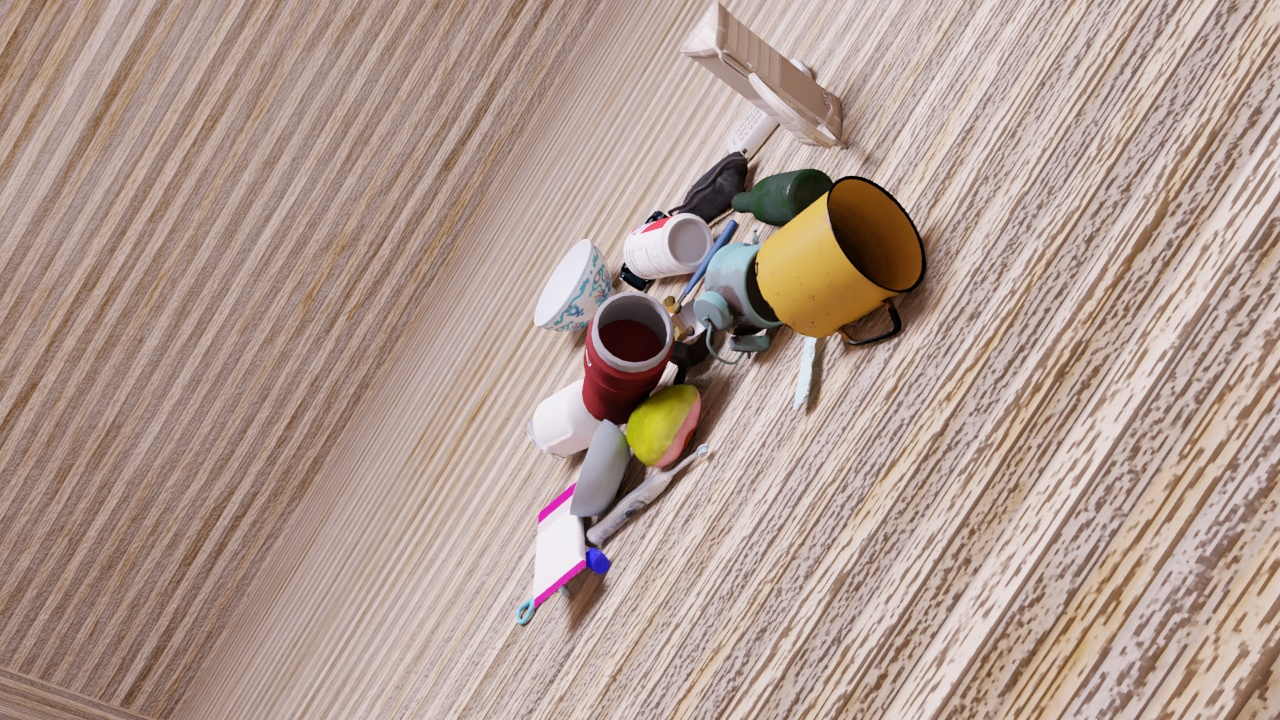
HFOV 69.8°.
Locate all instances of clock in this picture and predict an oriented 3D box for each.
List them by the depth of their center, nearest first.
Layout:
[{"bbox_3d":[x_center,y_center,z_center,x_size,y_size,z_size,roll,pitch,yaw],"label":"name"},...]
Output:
[{"bbox_3d":[0.098,-0.055,0.847,0.053,0.090,0.124,-3,58,54],"label":"clock"}]

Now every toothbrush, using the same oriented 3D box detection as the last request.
[{"bbox_3d":[0.008,0.129,0.899,0.186,0.022,0.024,-43,26,34],"label":"toothbrush"},{"bbox_3d":[0.064,-0.093,1.073,0.168,0.014,0.014,-56,32,1],"label":"toothbrush"}]

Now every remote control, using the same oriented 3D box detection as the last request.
[{"bbox_3d":[0.158,-0.308,1.135,0.139,0.025,0.060,-50,23,23],"label":"remote control"}]

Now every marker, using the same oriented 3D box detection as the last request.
[{"bbox_3d":[-0.067,0.200,0.973,0.020,0.020,0.142,-63,21,-10],"label":"marker"}]

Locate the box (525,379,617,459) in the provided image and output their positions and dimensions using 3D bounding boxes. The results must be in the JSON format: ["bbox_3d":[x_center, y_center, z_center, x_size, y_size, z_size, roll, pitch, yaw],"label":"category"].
[{"bbox_3d":[-0.088,0.077,1.108,0.144,0.080,0.089,-26,55,58],"label":"box"}]

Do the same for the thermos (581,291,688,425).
[{"bbox_3d":[-0.006,0.006,0.943,0.199,0.108,0.083,108,170,-69],"label":"thermos"}]

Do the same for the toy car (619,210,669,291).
[{"bbox_3d":[0.010,-0.147,1.227,0.112,0.046,0.034,-63,22,-13],"label":"toy car"}]

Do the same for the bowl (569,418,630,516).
[{"bbox_3d":[-0.037,0.118,0.958,0.106,0.039,0.106,22,-93,-85],"label":"bowl"}]

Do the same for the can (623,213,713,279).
[{"bbox_3d":[0.032,-0.139,1.133,0.070,0.070,0.132,-63,21,-10],"label":"can"}]

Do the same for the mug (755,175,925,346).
[{"bbox_3d":[0.160,-0.068,0.727,0.094,0.100,0.123,-37,71,49],"label":"mug"}]

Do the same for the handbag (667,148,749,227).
[{"bbox_3d":[0.089,-0.212,1.127,0.129,0.054,0.079,-34,28,53],"label":"handbag"}]

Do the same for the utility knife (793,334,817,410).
[{"bbox_3d":[0.154,-0.049,0.807,0.031,0.019,0.223,-42,21,51],"label":"utility knife"}]

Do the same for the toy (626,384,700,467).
[{"bbox_3d":[0.020,0.063,0.915,0.090,0.051,0.110,-65,18,-9],"label":"toy"}]

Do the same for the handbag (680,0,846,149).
[{"bbox_3d":[0.139,-0.260,0.913,0.062,0.175,0.197,-50,25,22],"label":"handbag"}]

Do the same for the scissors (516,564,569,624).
[{"bbox_3d":[-0.106,0.253,1.001,0.111,0.015,0.141,-62,15,-7],"label":"scissors"}]

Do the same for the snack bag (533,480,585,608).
[{"bbox_3d":[-0.084,0.188,0.977,0.070,0.016,0.196,-42,17,9],"label":"snack bag"}]

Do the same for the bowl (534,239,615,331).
[{"bbox_3d":[-0.084,-0.095,1.331,0.144,0.074,0.143,-48,24,28],"label":"bowl"}]

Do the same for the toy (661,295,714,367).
[{"bbox_3d":[0.042,-0.038,0.978,0.100,0.062,0.076,56,133,48],"label":"toy"}]

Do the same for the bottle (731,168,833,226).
[{"bbox_3d":[0.137,-0.166,0.954,0.055,0.055,0.174,-60,19,-2],"label":"bottle"}]
